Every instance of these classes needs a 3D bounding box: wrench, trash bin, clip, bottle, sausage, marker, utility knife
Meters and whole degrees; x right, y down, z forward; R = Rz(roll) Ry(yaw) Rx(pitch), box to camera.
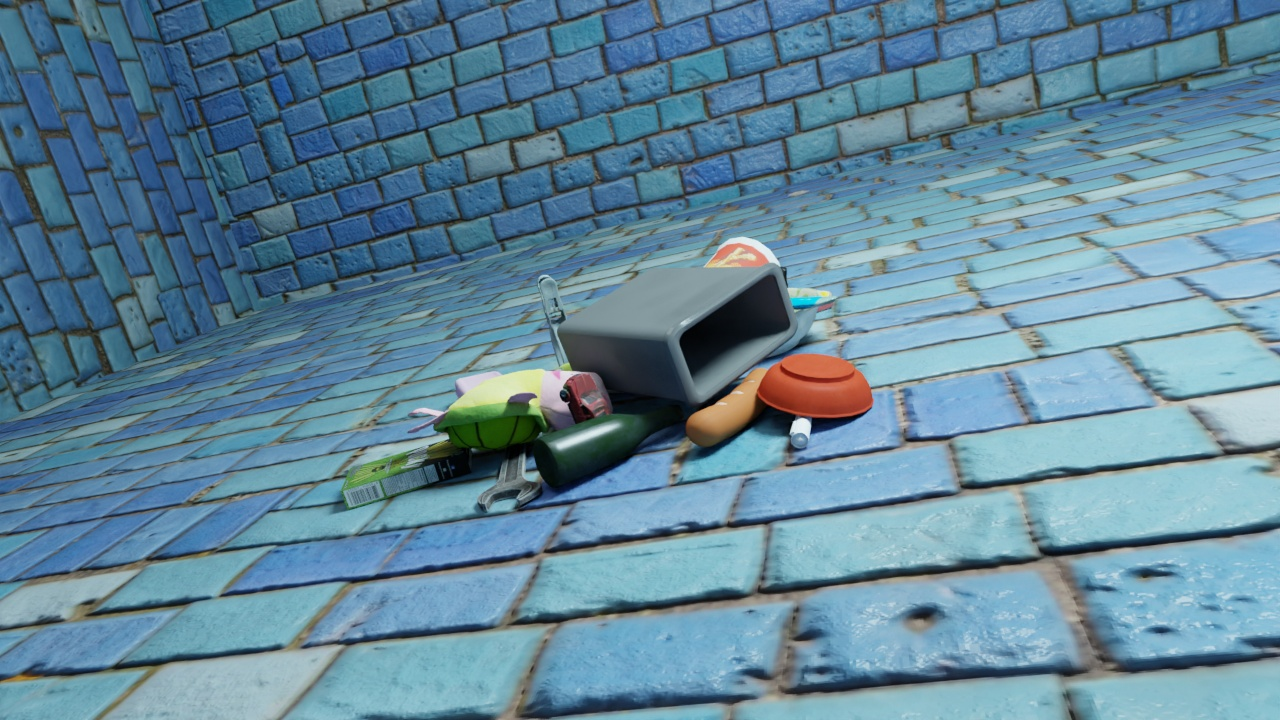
[{"bbox_3d":[-0.146,0.115,1.063,0.070,0.010,0.273,-15,14,-1],"label":"wrench"},{"bbox_3d":[0.040,-0.038,1.100,0.191,0.098,0.220,-34,24,-31],"label":"trash bin"},{"bbox_3d":[-0.107,-0.033,1.289,0.029,0.172,0.143,-19,25,-10],"label":"clip"},{"bbox_3d":[-0.028,0.082,0.986,0.173,0.055,0.055,-19,15,-30],"label":"bottle"},{"bbox_3d":[0.104,0.050,0.990,0.044,0.039,0.163,37,37,17],"label":"sausage"},{"bbox_3d":[0.168,0.056,0.949,0.017,0.020,0.133,-49,2,23],"label":"marker"},{"bbox_3d":[0.188,-0.074,1.185,0.031,0.015,0.159,-22,15,-32],"label":"utility knife"}]

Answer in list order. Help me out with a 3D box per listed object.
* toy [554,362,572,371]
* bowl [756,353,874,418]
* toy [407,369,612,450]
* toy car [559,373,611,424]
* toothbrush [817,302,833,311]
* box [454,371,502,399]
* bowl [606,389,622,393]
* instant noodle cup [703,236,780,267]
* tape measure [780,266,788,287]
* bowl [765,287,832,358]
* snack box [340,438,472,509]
[{"bbox_3d":[-0.112,0.042,1.213,0.092,0.046,0.115,-49,9,-9],"label":"toy"},{"bbox_3d":[0.185,0.021,0.967,0.122,0.035,0.121,1,19,-1],"label":"bowl"},{"bbox_3d":[-0.153,0.058,1.081,0.238,0.087,0.190,-8,-3,-11],"label":"toy"},{"bbox_3d":[-0.056,0.058,1.025,0.036,0.091,0.042,-20,7,45],"label":"toy car"},{"bbox_3d":[0.200,-0.060,1.364,0.184,0.015,0.015,-18,12,-8],"label":"toothbrush"},{"bbox_3d":[-0.212,0.055,1.308,0.086,0.044,0.202,-14,13,-18],"label":"box"},{"bbox_3d":[-0.007,0.007,1.244,0.150,0.043,0.149,-23,19,8],"label":"bowl"},{"bbox_3d":[0.138,-0.110,1.422,0.124,0.123,0.120,-2,27,40],"label":"instant noodle cup"},{"bbox_3d":[0.169,-0.103,1.273,0.063,0.038,0.067,-1,21,17],"label":"tape measure"},{"bbox_3d":[0.158,-0.044,1.254,0.220,0.060,0.188,-10,16,23],"label":"bowl"},{"bbox_3d":[-0.277,0.132,1.100,0.147,0.025,0.080,-16,15,-5],"label":"snack box"}]
